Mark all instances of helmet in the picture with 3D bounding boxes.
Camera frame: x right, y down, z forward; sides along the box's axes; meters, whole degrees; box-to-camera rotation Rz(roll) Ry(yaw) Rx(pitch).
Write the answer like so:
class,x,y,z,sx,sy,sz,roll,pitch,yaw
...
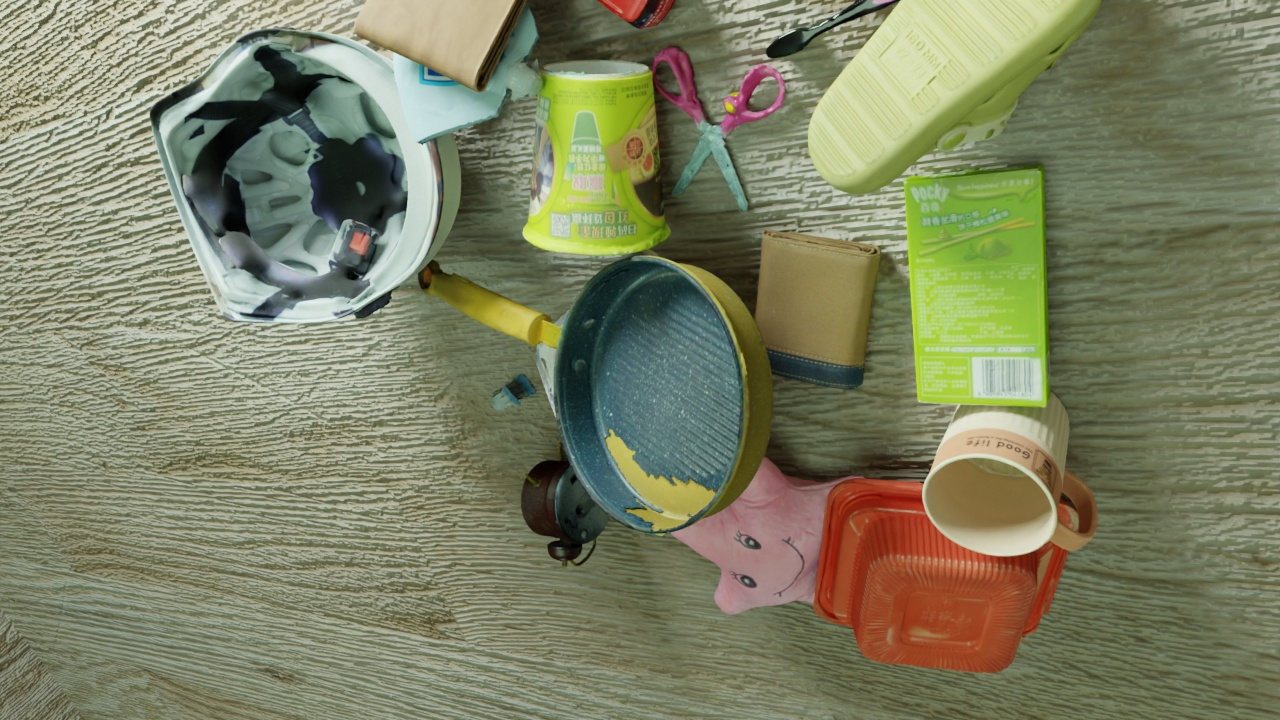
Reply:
class,x,y,z,sx,sy,sz,roll,pitch,yaw
helmet,-0.252,-0.151,0.764,0.259,0.145,0.229,-18,99,19

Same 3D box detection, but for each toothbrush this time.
class,x,y,z,sx,sy,sz,roll,pitch,yaw
toothbrush,0.160,-0.227,0.558,0.190,0.017,0.014,-17,111,34

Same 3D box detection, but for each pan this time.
class,x,y,z,sx,sy,sz,roll,pitch,yaw
pan,-0.053,-0.007,0.705,0.357,0.078,0.198,32,115,41

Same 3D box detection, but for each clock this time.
class,x,y,z,sx,sy,sz,roll,pitch,yaw
clock,-0.069,0.147,0.900,0.055,0.081,0.122,-2,118,37

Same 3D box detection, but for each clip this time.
class,x,y,z,sx,sy,sz,roll,pitch,yaw
clip,-0.131,0.036,0.905,0.027,0.045,0.058,51,141,-12

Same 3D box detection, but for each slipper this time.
class,x,y,z,sx,sy,sz,roll,pitch,yaw
slipper,0.185,-0.172,0.540,0.191,0.081,0.091,-42,59,31

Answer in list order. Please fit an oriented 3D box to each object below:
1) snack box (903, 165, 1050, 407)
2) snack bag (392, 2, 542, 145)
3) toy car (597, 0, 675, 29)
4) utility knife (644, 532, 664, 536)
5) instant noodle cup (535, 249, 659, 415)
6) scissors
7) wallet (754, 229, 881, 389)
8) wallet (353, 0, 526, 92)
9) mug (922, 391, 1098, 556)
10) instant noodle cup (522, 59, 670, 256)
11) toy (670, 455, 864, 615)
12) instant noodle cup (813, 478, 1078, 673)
class,x,y,z,sx,sy,sz,roll,pitch,yaw
snack box,0.224,-0.047,0.608,0.086,0.026,0.156,0,108,30
snack bag,-0.130,-0.255,0.637,0.110,0.039,0.191,-12,85,10
toy car,-0.029,-0.275,0.618,0.120,0.045,0.053,41,131,4
utility knife,0.047,0.119,0.859,0.031,0.020,0.189,36,128,-2
instant noodle cup,-0.004,0.004,0.755,0.174,0.060,0.138,-38,66,40
scissors,0.048,-0.170,0.662,0.131,0.017,0.134,39,136,0
wallet,0.129,-0.038,0.689,0.090,0.033,0.115,13,125,21
wallet,-0.124,-0.248,0.607,0.101,0.020,0.115,28,93,12
mug,0.262,0.078,0.634,0.114,0.105,0.082,34,132,8
instant noodle cup,-0.032,-0.151,0.667,0.112,0.111,0.124,13,119,24
toy,0.101,0.159,0.803,0.178,0.074,0.195,11,124,6
instant noodle cup,0.234,0.175,0.715,0.189,0.078,0.165,2,125,8
